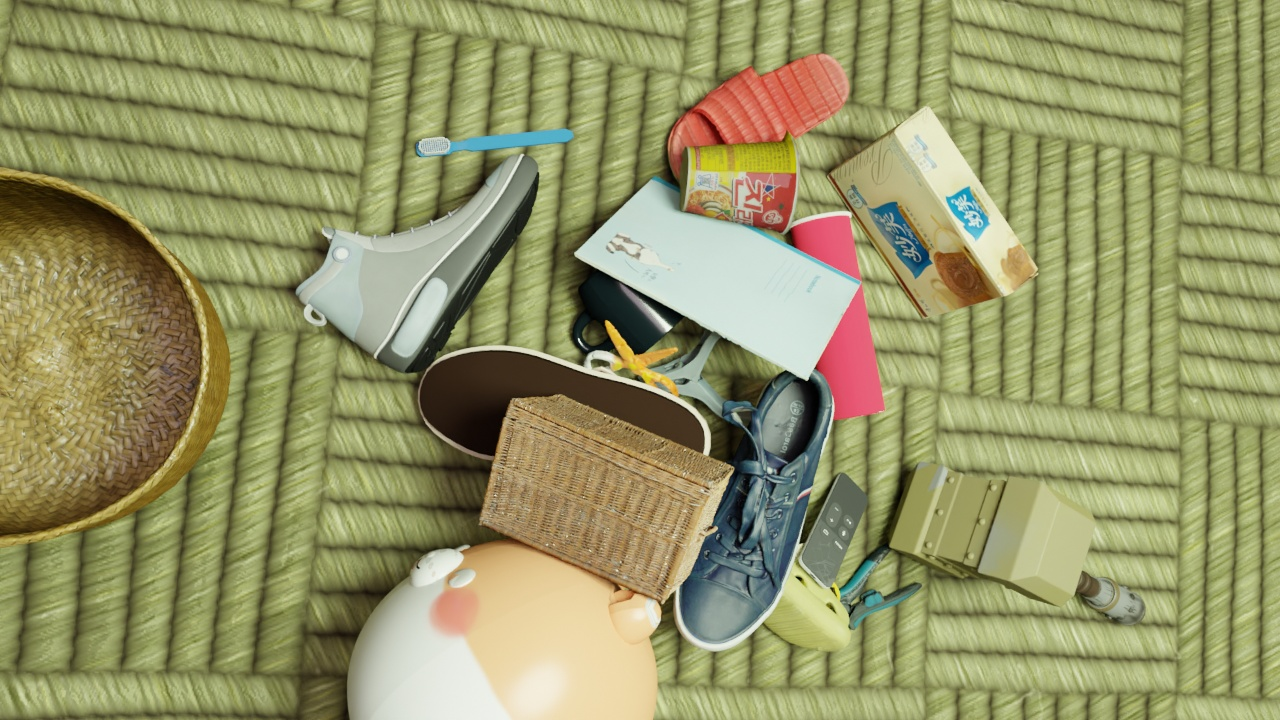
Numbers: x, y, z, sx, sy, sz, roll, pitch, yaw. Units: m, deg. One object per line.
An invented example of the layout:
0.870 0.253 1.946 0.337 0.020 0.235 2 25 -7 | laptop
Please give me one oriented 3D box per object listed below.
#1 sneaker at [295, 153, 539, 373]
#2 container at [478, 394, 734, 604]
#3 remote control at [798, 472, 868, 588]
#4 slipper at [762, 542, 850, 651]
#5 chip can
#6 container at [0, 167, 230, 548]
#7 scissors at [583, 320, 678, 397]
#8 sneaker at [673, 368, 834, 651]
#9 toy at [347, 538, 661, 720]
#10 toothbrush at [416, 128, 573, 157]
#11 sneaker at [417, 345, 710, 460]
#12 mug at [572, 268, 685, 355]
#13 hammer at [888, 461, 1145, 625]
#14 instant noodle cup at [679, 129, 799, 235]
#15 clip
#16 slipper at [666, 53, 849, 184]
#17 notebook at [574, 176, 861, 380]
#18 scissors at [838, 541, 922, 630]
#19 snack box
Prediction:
-0.220 -0.125 0.913 0.160 0.093 0.256 30 78 0 | sneaker
-0.029 0.115 0.799 0.198 0.113 0.113 21 96 13 | container
0.207 0.179 0.978 0.045 0.008 0.146 46 44 -5 | remote control
0.148 0.226 0.970 0.190 0.092 0.081 44 53 -5 | slipper
0.216 -0.047 1.010 0.069 0.069 0.220 -9 87 -14 | chip can
-0.506 0.005 0.773 0.306 0.197 0.306 1 84 -11 | container
-0.009 0.005 0.936 0.125 0.131 0.011 57 43 -33 | scissors
0.108 0.132 0.868 0.121 0.127 0.294 22 79 8 | sneaker
-0.113 0.276 0.799 0.280 0.263 0.266 -36 101 -8 | toy
-0.152 -0.232 0.969 0.166 0.014 0.016 -9 87 -14 | toothbrush
-0.072 0.052 0.930 0.294 0.116 0.111 9 89 7 | sneaker
-0.021 -0.052 0.955 0.122 0.085 0.094 -41 95 15 | mug
0.453 0.227 1.008 0.324 0.190 0.100 28 78 -27 | hammer
0.099 -0.183 0.955 0.112 0.100 0.100 2 84 -6 | instant noodle cup
0.100 0.028 0.977 0.169 0.031 0.164 -31 114 20 | clip
0.137 -0.274 1.018 0.248 0.059 0.103 -34 93 -15 | slipper
0.084 -0.092 0.927 0.253 0.009 0.180 29 44 10 | notebook
0.249 0.257 1.015 0.151 0.019 0.119 4 85 -11 | scissors
0.311 -0.152 0.997 0.055 0.153 0.207 -36 94 -16 | snack box
